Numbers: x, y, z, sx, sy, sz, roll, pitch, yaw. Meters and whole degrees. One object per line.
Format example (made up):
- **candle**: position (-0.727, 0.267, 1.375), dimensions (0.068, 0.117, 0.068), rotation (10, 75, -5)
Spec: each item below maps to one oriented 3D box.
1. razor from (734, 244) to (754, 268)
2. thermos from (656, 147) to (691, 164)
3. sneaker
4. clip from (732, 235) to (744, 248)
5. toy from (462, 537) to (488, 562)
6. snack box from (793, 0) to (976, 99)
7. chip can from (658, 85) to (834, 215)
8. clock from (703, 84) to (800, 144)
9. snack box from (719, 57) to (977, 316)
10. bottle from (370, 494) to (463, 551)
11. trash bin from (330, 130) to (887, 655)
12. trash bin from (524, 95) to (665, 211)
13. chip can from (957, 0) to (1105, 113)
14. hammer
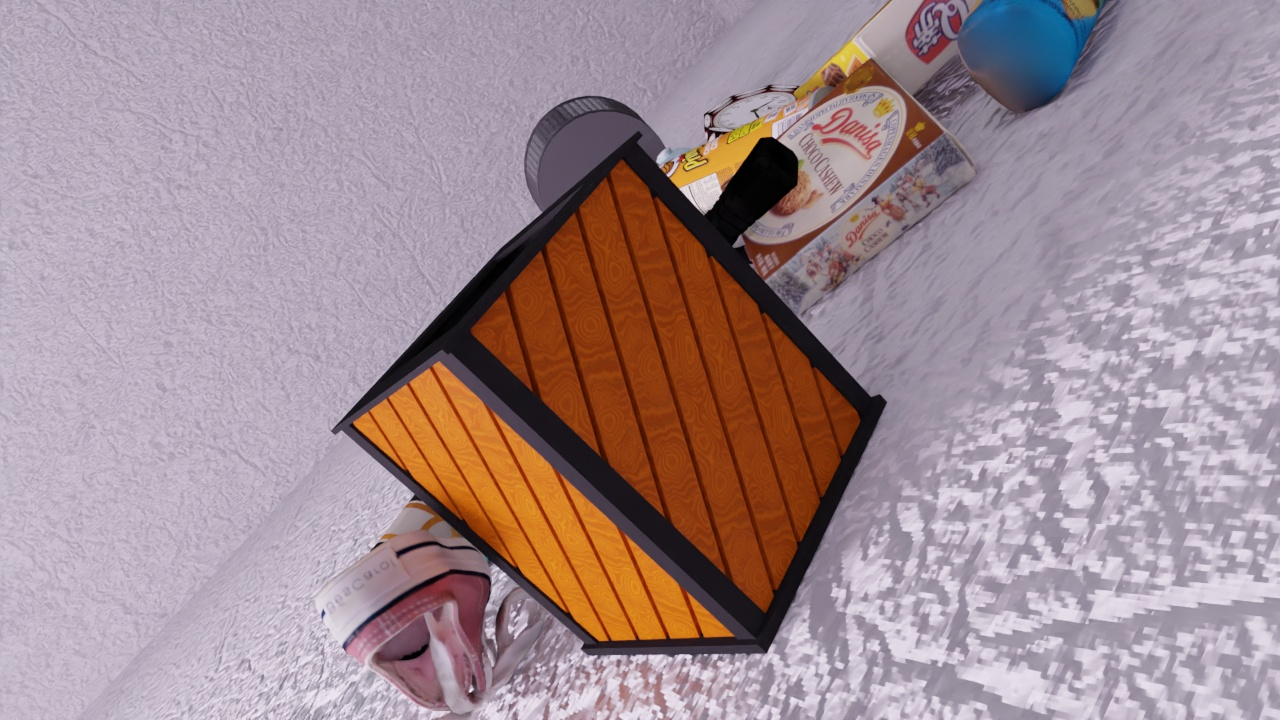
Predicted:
- **razor**: position (0.060, -0.091, 0.795), dimensions (0.057, 0.060, 0.156), rotation (-57, 21, -23)
- **thermos**: position (0.047, -0.210, 1.134), dimensions (0.065, 0.078, 0.206), rotation (-43, 16, 24)
- **sneaker**: position (-0.111, 0.158, 0.515), dimensions (0.118, 0.088, 0.241), rotation (-37, -12, -14)
- **clip**: position (0.110, -0.095, 0.717), dimensions (0.102, 0.050, 0.058), rotation (-19, 51, 18)
- **toy**: position (-0.151, 0.170, 0.709), dimensions (0.105, 0.033, 0.085), rotation (-49, 4, -10)
- **snack box**: position (0.208, -0.260, 0.776), dimensions (0.110, 0.061, 0.230), rotation (-43, 6, 3)
- **chip can**: position (0.088, -0.166, 0.815), dimensions (0.216, 0.075, 0.075), rotation (-14, 32, 46)
- **clock**: position (0.143, -0.237, 0.957), dimensions (0.155, 0.065, 0.114), rotation (1, 39, 31)
- **snack box**: position (0.133, -0.123, 0.629), dimensions (0.147, 0.041, 0.143), rotation (-39, 32, 20)
- **bottle**: position (-0.175, 0.135, 0.813), dimensions (0.059, 0.059, 0.181), rotation (-30, 20, 46)
- **trash bin**: position (-0.014, 0.026, 0.430), dimensions (0.140, 0.172, 0.139), rotation (-26, 24, 53)
- **trash bin**: position (-0.062, -0.279, 1.368), dimensions (0.218, 0.218, 0.227), rotation (-43, 18, 6)
- **chip can**: position (0.276, -0.256, 0.616), dimensions (0.080, 0.080, 0.228), rotation (-25, 24, 54)
- **hammer**: position (0.001, -0.032, 0.677), dimensions (0.329, 0.039, 0.130), rotation (-48, 19, 38)
